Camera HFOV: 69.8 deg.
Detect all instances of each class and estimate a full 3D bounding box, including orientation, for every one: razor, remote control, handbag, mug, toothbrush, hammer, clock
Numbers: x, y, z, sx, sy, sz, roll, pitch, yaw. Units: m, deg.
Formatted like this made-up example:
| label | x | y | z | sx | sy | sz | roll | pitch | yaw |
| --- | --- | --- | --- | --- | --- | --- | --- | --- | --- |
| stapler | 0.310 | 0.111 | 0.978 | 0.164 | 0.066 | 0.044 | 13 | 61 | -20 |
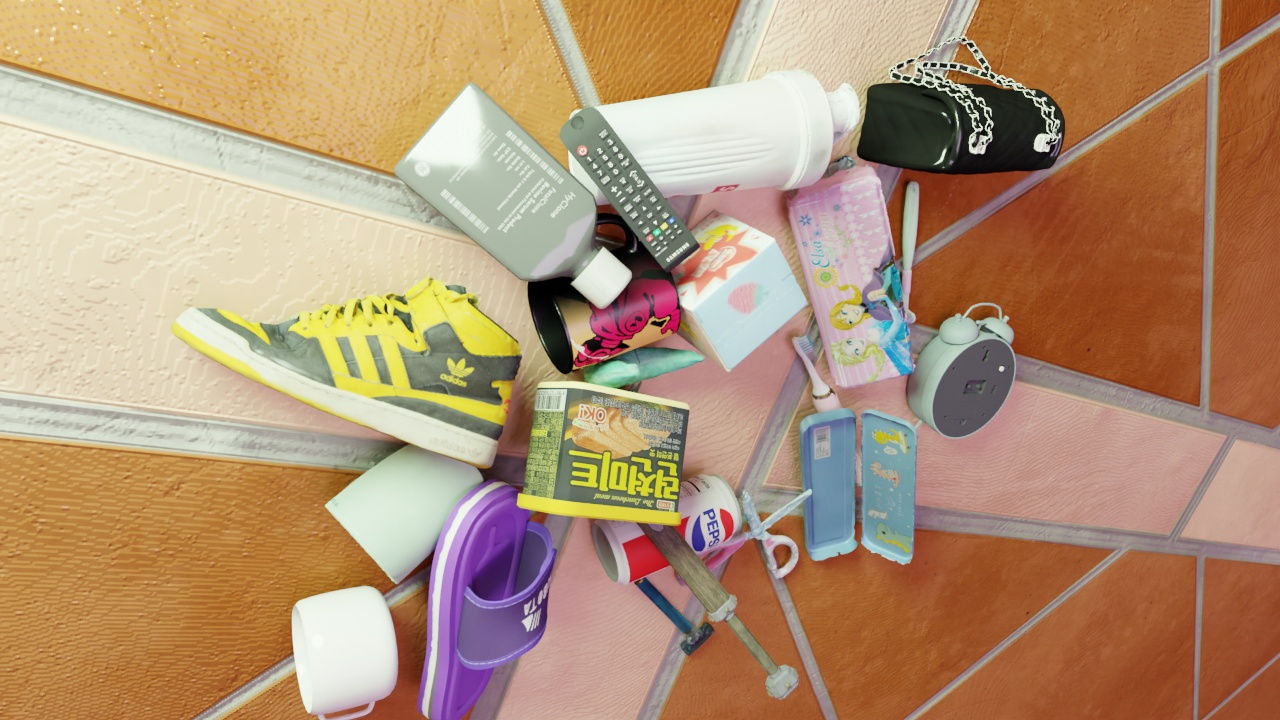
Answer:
| label | x | y | z | sx | sy | sz | roll | pitch | yaw |
| --- | --- | --- | --- | --- | --- | --- | --- | --- | --- |
| razor | 0.034 | 0.269 | 0.974 | 0.042 | 0.022 | 0.144 | -42 | 126 | -6 |
| remote control | -0.005 | -0.120 | 0.670 | 0.033 | 0.015 | 0.147 | -38 | 126 | 5 |
| handbag | 0.289 | -0.221 | 0.807 | 0.153 | 0.125 | 0.115 | -5 | 116 | -28 |
| mug | -0.243 | 0.246 | 0.755 | 0.068 | 0.094 | 0.116 | -6 | 109 | -29 |
| mug | -0.033 | -0.059 | 0.732 | 0.098 | 0.082 | 0.118 | -21 | 121 | -20 |
| toothbrush | 0.199 | 0.054 | 0.955 | 0.026 | 0.027 | 0.223 | -22 | 127 | 12 |
| hammer | 0.039 | 0.188 | 0.831 | 0.147 | 0.028 | 0.317 | -40 | 98 | -13 |
| clock | 0.358 | 0.012 | 1.014 | 0.122 | 0.045 | 0.159 | 0 | 113 | -30 |
| mug | -0.181 | 0.120 | 0.744 | 0.103 | 0.084 | 0.111 | -42 | 151 | -21 |
| toothbrush | 0.269 | -0.106 | 0.922 | 0.022 | 0.015 | 0.155 | -1 | 120 | 9 |

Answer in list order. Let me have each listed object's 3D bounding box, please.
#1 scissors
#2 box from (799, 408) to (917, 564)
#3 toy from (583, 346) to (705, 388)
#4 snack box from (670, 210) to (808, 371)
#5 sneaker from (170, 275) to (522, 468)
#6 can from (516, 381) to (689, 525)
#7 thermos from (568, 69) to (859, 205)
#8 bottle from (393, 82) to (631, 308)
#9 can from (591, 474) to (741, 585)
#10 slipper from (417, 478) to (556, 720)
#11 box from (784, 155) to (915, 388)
| label | x | y | z | sx | sy | sz | roll | pitch | yaw |
| --- | --- | --- | --- | --- | --- | --- | --- | --- | --- |
| scissors | 0.120 | 0.197 | 0.980 | 0.170 | 0.013 | 0.177 | -39 | 133 | 1 |
| box | 0.233 | 0.137 | 0.981 | 0.125 | 0.043 | 0.210 | 0 | 128 | 14 |
| toy | -0.005 | 0.005 | 0.782 | 0.105 | 0.085 | 0.033 | -12 | 95 | -46 |
| snack box | 0.070 | -0.061 | 0.781 | 0.093 | 0.095 | 0.079 | -40 | 127 | -6 |
| sneaker | -0.194 | -0.017 | 0.659 | 0.238 | 0.086 | 0.122 | 26 | 80 | -23 |
| can | -0.026 | 0.077 | 0.748 | 0.130 | 0.073 | 0.101 | 13 | 81 | -38 |
| thermos | 0.055 | -0.174 | 0.726 | 0.220 | 0.099 | 0.099 | -12 | 119 | -18 |
| bottle | -0.081 | -0.106 | 0.658 | 0.174 | 0.046 | 0.084 | 41 | 90 | -10 |
| can | 0.025 | 0.160 | 0.882 | 0.132 | 0.070 | 0.070 | -18 | 121 | -21 |
| slipper | -0.119 | 0.224 | 0.782 | 0.107 | 0.084 | 0.267 | -36 | 147 | -54 |
| box | 0.203 | -0.082 | 0.884 | 0.085 | 0.070 | 0.230 | -14 | 126 | 13 |
